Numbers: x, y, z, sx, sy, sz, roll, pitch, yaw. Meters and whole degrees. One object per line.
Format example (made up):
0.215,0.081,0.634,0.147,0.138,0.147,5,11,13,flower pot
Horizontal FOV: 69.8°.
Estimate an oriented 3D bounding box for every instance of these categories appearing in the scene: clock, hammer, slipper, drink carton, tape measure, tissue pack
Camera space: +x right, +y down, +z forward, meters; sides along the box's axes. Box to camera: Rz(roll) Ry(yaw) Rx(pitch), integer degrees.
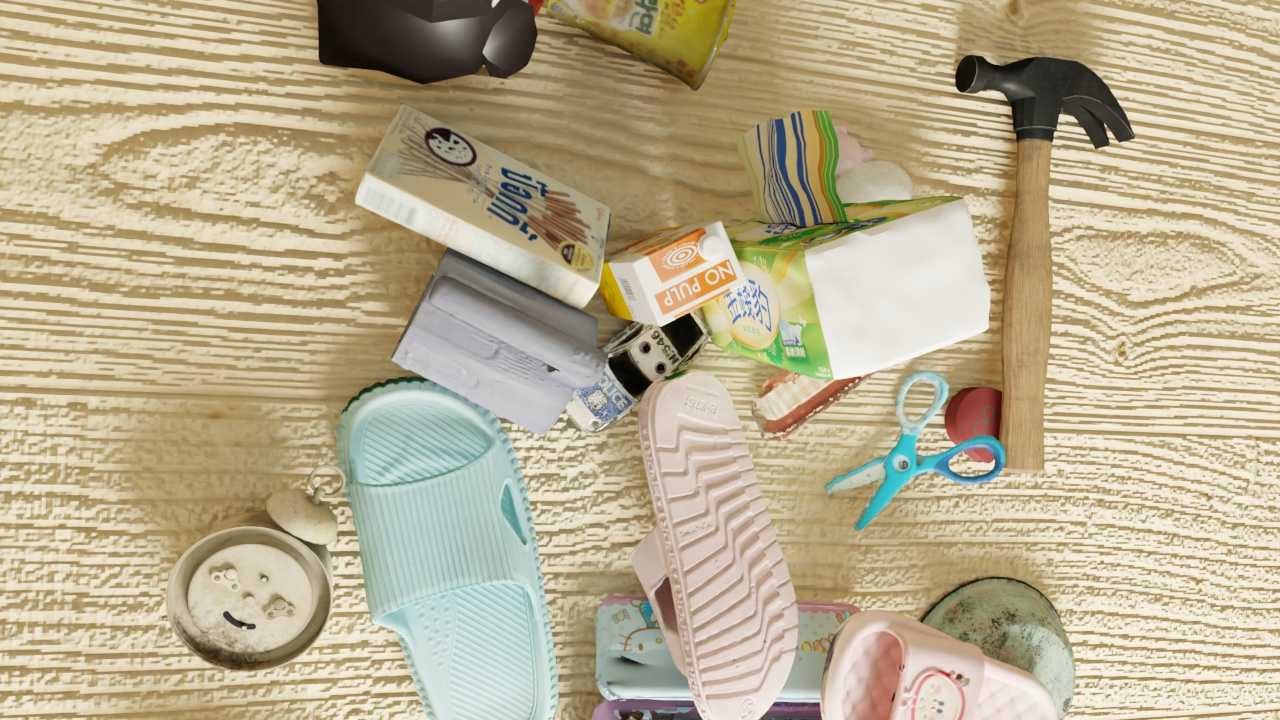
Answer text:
-0.225,0.122,0.564,0.093,0.054,0.141,33,94,-16,clock
0.296,-0.069,0.689,0.132,0.040,0.305,1,92,-15,hammer
0.041,0.125,0.622,0.094,0.065,0.239,-15,94,-36,slipper
0.014,-0.055,0.575,0.058,0.122,0.040,-27,102,-12,drink carton
0.263,0.043,0.710,0.051,0.019,0.059,40,78,-14,tape measure
-0.115,0.143,0.591,0.115,0.069,0.276,-16,100,-17,slipper
0.102,-0.079,0.559,0.120,0.198,0.141,-20,103,-19,tissue pack
0.216,0.247,0.650,0.221,0.056,0.106,23,80,-23,slipper

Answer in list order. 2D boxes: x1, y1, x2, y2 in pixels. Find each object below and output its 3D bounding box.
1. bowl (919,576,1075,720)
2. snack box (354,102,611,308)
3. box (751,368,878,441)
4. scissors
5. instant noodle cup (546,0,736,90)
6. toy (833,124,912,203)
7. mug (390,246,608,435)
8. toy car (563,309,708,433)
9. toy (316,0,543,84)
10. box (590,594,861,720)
0.285,0.254,0.727,0.157,0.038,0.157,-2,96,-15,bowl
-0.091,-0.096,0.567,0.150,0.081,0.026,25,131,-17,snack box
0.161,-0.008,0.658,0.187,0.054,0.076,-35,136,-8,box
0.207,0.082,0.681,0.113,0.013,0.140,35,82,13,scissors
0.002,-0.234,0.573,0.108,0.102,0.102,15,91,-8,instant noodle cup
0.166,-0.112,0.651,0.075,0.037,0.125,-36,79,-19,toy
-0.084,-0.014,0.553,0.104,0.124,0.083,27,79,-15,mug
-0.004,0.004,0.620,0.112,0.040,0.048,-40,103,-8,toy car
-0.121,-0.220,0.488,0.140,0.184,0.159,-42,105,-7,toy
0.067,0.239,0.657,0.214,0.062,0.140,6,91,-17,box
